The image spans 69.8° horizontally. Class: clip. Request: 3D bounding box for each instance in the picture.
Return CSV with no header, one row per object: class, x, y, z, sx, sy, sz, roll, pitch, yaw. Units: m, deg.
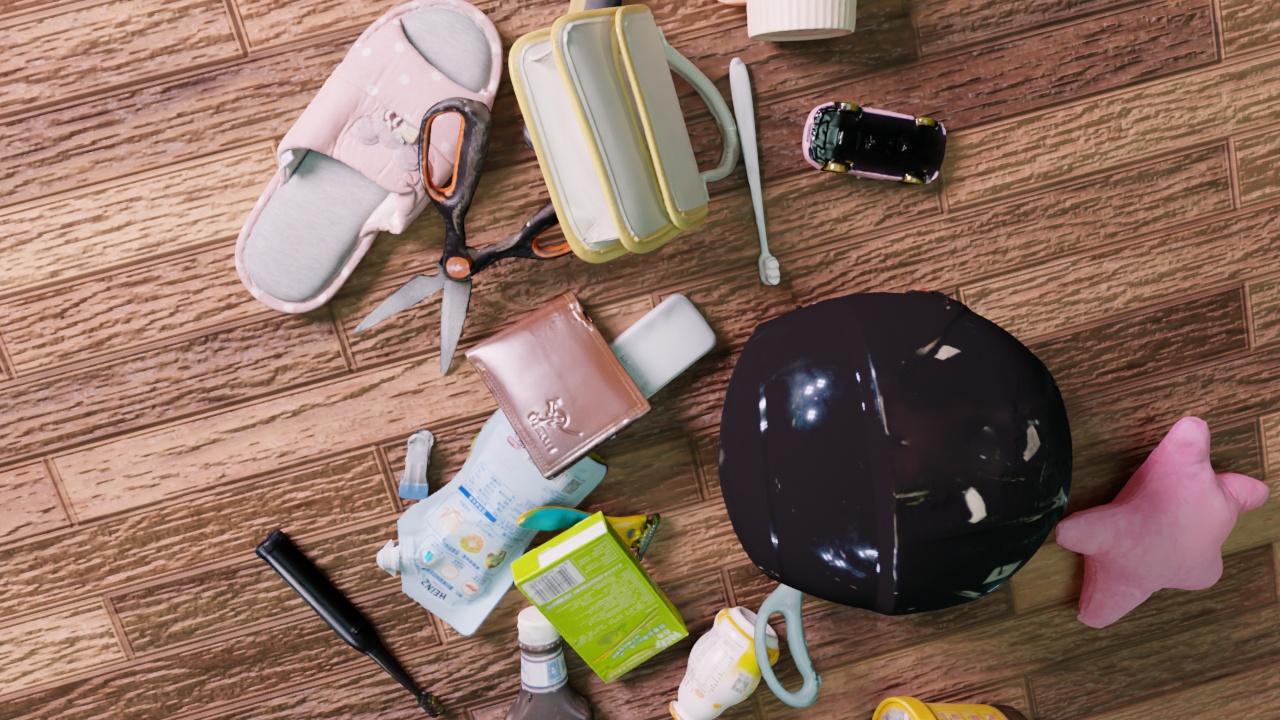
clip,-0.182,0.084,0.749,0.025,0.036,0.058,9,104,-6

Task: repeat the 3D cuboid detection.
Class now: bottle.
bottle,-0.079,0.308,0.791,0.080,0.044,0.195,-5,101,-5
bottle,0.069,0.266,0.786,0.063,0.063,0.108,35,96,-11

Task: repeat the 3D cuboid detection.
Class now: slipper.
slipper,-0.204,-0.150,0.678,0.114,0.054,0.274,39,96,-11

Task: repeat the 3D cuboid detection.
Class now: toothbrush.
toothbrush,-0.238,0.225,0.767,0.027,0.026,0.212,-29,106,40
toothbrush,0.091,-0.148,0.727,0.016,0.016,0.180,-14,102,-15

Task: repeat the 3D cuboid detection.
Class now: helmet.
helmet,0.193,0.066,0.666,0.274,0.230,0.233,-8,95,-20

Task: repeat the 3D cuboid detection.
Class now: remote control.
remote control,-0.004,0.004,0.747,0.136,0.020,0.056,-38,103,3

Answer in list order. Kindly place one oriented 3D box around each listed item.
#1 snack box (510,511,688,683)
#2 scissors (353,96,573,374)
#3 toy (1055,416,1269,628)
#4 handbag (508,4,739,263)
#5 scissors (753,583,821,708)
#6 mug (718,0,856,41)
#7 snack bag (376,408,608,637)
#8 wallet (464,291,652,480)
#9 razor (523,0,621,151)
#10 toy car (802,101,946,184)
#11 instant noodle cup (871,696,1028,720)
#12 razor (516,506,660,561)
snack box,-0.030,0.198,0.754,0.086,0.026,0.156,-31,125,2
scissors,-0.119,-0.085,0.680,0.228,0.021,0.221,-7,123,-2
toy,0.451,0.157,0.799,0.178,0.074,0.195,41,99,-22
handbag,0.009,-0.170,0.654,0.178,0.063,0.163,-30,108,-38
scissors,0.167,0.204,0.774,0.170,0.019,0.171,6,70,-13
mug,0.103,-0.292,0.672,0.115,0.081,0.106,3,104,21
snack bag,-0.123,0.128,0.751,0.110,0.039,0.191,40,94,-23
wallet,-0.064,0.018,0.713,0.101,0.032,0.124,-34,77,-3
razor,-0.046,-0.222,0.685,0.068,0.062,0.167,14,95,23
toy car,0.183,-0.170,0.723,0.122,0.037,0.056,4,104,-19
instant noodle cup,0.278,0.354,0.803,0.114,0.118,0.118,1,101,-15
razor,-0.044,0.134,0.746,0.132,0.028,0.043,14,111,-35
